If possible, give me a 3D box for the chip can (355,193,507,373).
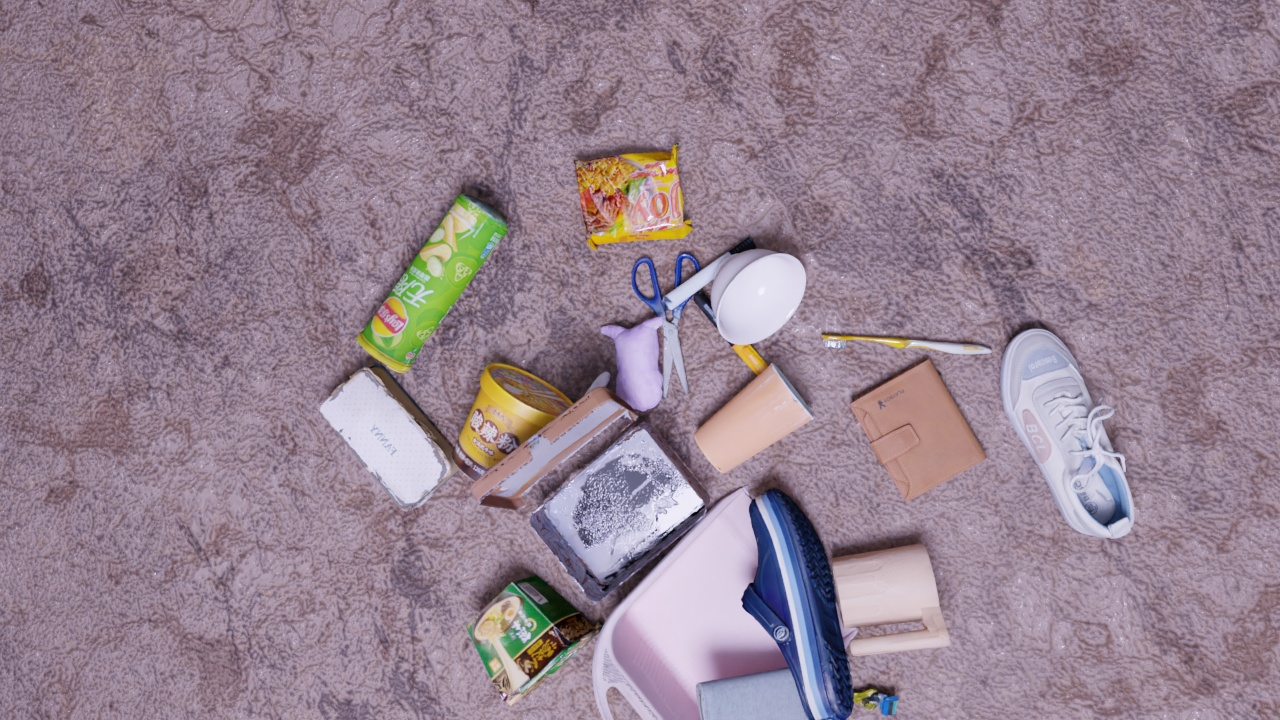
[{"bbox_3d":[-0.242,-0.092,1.078,0.072,0.072,0.221,37,95,4],"label":"chip can"}]

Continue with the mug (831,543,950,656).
[{"bbox_3d":[0.272,0.266,1.009,0.103,0.124,0.084,-10,129,8],"label":"mug"}]

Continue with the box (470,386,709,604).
[{"bbox_3d":[-0.037,0.158,1.006,0.180,0.226,0.156,-38,70,4],"label":"box"}]

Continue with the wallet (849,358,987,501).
[{"bbox_3d":[0.314,0.079,1.043,0.108,0.031,0.132,-29,87,4],"label":"wallet"}]

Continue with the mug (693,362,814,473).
[{"bbox_3d":[0.125,0.070,1.043,0.123,0.078,0.078,-38,87,11],"label":"mug"}]

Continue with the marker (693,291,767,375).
[{"bbox_3d":[0.104,-0.031,1.065,0.018,0.015,0.124,-41,91,2],"label":"marker"}]

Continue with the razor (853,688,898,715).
[{"bbox_3d":[0.224,0.393,1.064,0.143,0.022,0.043,-3,135,9],"label":"razor"}]

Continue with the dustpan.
[{"bbox_3d":[0.086,0.315,1.017,0.273,0.138,0.222,-42,87,6],"label":"dustpan"}]

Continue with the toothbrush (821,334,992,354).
[{"bbox_3d":[0.303,-0.016,1.049,0.191,0.016,0.018,5,102,6],"label":"toothbrush"}]

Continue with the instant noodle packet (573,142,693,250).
[{"bbox_3d":[-0.008,-0.189,1.065,0.128,0.044,0.111,-7,95,6],"label":"instant noodle packet"}]

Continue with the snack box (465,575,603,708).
[{"bbox_3d":[-0.129,0.313,1.060,0.117,0.118,0.105,-43,77,5],"label":"snack box"}]

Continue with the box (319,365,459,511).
[{"bbox_3d":[-0.301,0.086,1.097,0.090,0.059,0.184,-40,85,4],"label":"box"}]

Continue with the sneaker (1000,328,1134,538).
[{"bbox_3d":[0.465,0.081,0.996,0.089,0.090,0.242,-22,88,5],"label":"sneaker"}]

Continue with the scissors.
[{"bbox_3d":[0.044,-0.046,1.078,0.141,0.012,0.171,-36,89,6],"label":"scissors"}]

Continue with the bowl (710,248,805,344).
[{"bbox_3d":[0.120,-0.084,1.035,0.118,0.118,0.064,-45,49,5],"label":"bowl"}]

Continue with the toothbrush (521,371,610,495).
[{"bbox_3d":[-0.090,0.087,1.095,0.016,0.016,0.180,36,92,2],"label":"toothbrush"}]

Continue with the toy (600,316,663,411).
[{"bbox_3d":[-0.006,0.006,1.071,0.084,0.038,0.108,-5,95,29],"label":"toy"}]

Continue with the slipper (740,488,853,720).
[{"bbox_3d":[0.163,0.269,1.002,0.095,0.105,0.252,-21,62,18],"label":"slipper"}]

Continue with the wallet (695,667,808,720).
[{"bbox_3d":[0.130,0.390,0.984,0.129,0.037,0.106,-3,75,-18],"label":"wallet"}]

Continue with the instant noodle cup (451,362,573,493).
[{"bbox_3d":[-0.150,0.081,1.054,0.118,0.118,0.114,32,102,5],"label":"instant noodle cup"}]

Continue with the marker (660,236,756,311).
[{"bbox_3d":[0.079,-0.100,1.058,0.130,0.022,0.018,-36,108,-5],"label":"marker"}]
